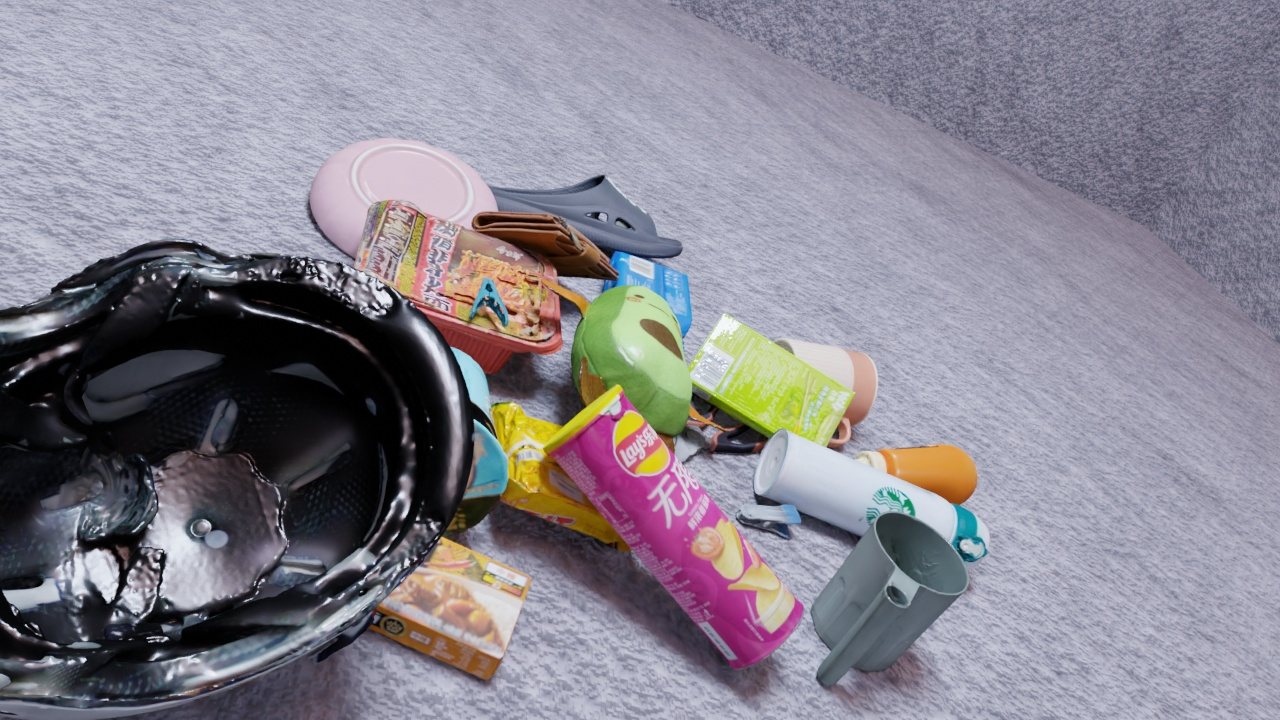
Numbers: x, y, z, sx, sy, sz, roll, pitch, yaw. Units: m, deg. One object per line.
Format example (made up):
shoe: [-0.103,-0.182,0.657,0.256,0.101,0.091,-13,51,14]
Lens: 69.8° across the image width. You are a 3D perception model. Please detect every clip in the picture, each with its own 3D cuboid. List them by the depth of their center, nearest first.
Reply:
clip: [-0.126,-0.050,0.761,0.033,0.013,0.054,13,40,-22]
clip: [0.112,0.141,0.817,0.058,0.042,0.026,13,35,-20]

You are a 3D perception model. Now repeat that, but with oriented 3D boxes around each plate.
plate: [-0.233,-0.166,0.932,0.192,0.039,0.192,14,47,-15]

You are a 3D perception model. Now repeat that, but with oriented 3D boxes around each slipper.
slipper: [-0.066,-0.179,1.067,0.268,0.083,0.110,12,11,-19]

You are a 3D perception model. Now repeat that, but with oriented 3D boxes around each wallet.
wallet: [-0.087,-0.115,0.931,0.119,0.035,0.130,11,-11,29]

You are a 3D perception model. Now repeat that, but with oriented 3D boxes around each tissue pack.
tissue pack: [0.005,-0.062,1.003,0.095,0.052,0.156,19,31,-12]

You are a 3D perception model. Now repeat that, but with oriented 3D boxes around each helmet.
helmet: [-0.236,0.070,0.478,0.273,0.157,0.230,-23,73,-37]

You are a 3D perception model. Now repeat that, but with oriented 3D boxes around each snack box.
snack box: [-0.151,0.140,0.588,0.153,0.026,0.075,25,29,-5]
snack box: [0.127,0.028,0.917,0.156,0.026,0.085,31,70,5]

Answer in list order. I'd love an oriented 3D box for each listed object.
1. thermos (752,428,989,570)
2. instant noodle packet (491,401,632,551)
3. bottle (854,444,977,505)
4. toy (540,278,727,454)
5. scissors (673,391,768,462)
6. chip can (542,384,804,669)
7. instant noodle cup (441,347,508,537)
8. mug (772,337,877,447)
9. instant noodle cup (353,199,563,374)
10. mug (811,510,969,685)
thermos: [0.221,0.136,0.862,0.224,0.073,0.073,23,30,-10]
instant noodle packet: [-0.059,0.090,0.707,0.128,0.044,0.110,29,20,-31]
bottle: [0.274,0.117,0.950,0.149,0.067,0.066,6,36,-21]
toy: [-0.005,0.005,0.810,0.227,0.090,0.246,45,21,-22]
scissors: [0.051,0.065,0.886,0.201,0.015,0.205,17,33,-20]
chip can: [0.025,0.119,0.657,0.210,0.072,0.071,50,31,-4]
instant noodle cup: [-0.151,0.048,0.663,0.111,0.111,0.120,19,25,-16]
mug: [0.191,0.037,0.992,0.105,0.082,0.114,11,64,-24]
instant noodle cup: [-0.166,-0.060,0.829,0.188,0.079,0.164,17,33,-18]
mug: [0.185,0.190,0.715,0.083,0.104,0.123,38,32,16]
